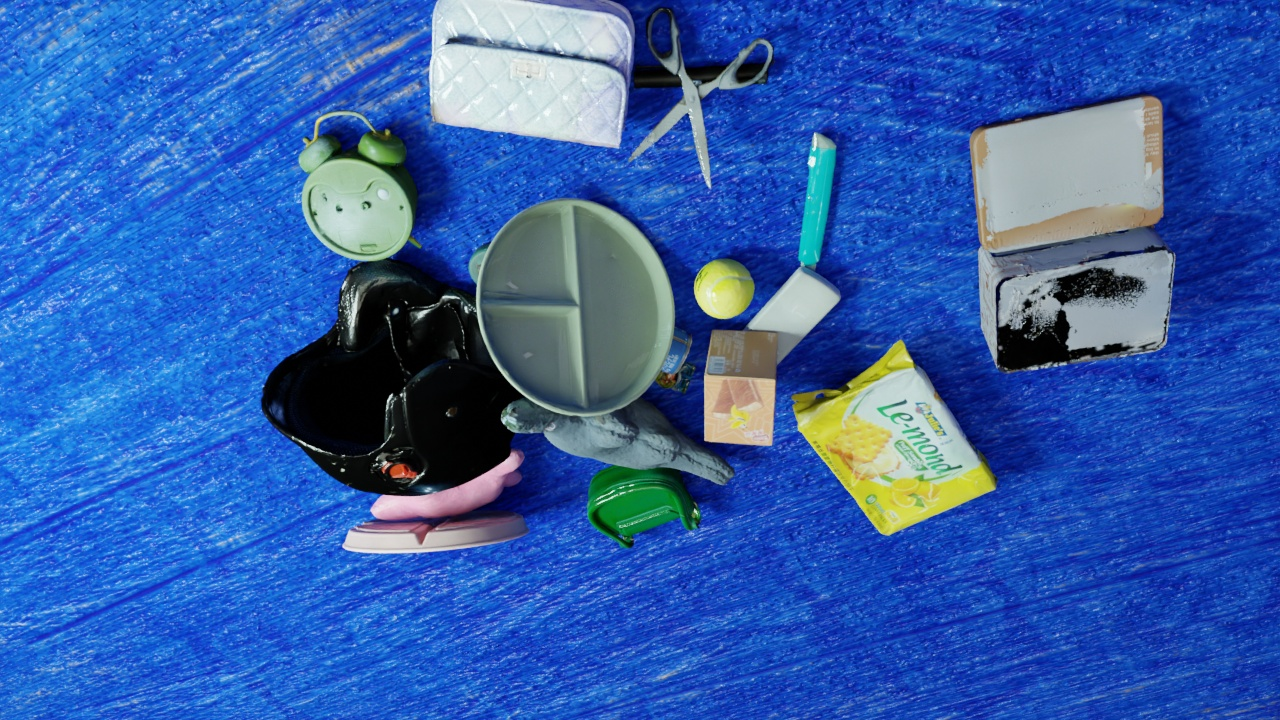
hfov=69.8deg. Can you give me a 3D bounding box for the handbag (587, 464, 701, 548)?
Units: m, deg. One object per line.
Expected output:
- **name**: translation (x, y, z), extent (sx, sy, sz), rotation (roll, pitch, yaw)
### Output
- **handbag**: translation (0.003, 0.188, 1.187), extent (0.131, 0.067, 0.120), rotation (-24, 120, 19)

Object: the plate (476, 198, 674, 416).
- **plate**: translation (-0.066, -0.055, 0.965), extent (0.230, 0.229, 0.028), rotation (40, 157, -21)

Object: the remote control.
- **remote control**: translation (0.160, -0.041, 1.047), extent (0.058, 0.021, 0.150), rotation (32, 125, -12)

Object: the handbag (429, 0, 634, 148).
- **handbag**: translation (-0.105, -0.281, 0.878), extent (0.194, 0.075, 0.134), rotation (8, 124, 0)

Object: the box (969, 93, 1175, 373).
- **box**: translation (0.441, -0.124, 0.941), extent (0.178, 0.088, 0.262), rotation (-9, 124, 10)

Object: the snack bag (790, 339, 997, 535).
- **snack bag**: translation (0.306, 0.098, 1.106), extent (0.158, 0.068, 0.246), rotation (-30, 117, 22)

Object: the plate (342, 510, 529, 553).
- **plate**: translation (-0.255, 0.212, 1.153), extent (0.229, 0.229, 0.028), rotation (-3, 86, 6)

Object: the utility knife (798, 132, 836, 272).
- **utility knife**: translation (0.185, -0.151, 0.982), extent (0.029, 0.013, 0.193), rotation (5, 125, 4)

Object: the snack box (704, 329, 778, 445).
- **snack box**: translation (0.115, 0.030, 1.034), extent (0.077, 0.092, 0.094), rotation (3, 126, 9)

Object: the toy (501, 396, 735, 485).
- **toy**: translation (-0.036, 0.080, 1.067), extent (0.355, 0.138, 0.091), rotation (20, 100, -44)

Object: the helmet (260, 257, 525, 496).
- **helmet**: translation (-0.255, 0.039, 1.001), extent (0.274, 0.233, 0.230), rotation (-23, 134, -16)

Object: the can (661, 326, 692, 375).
- **can**: translation (-0.012, -0.033, 1.050), extent (0.134, 0.053, 0.053), rotation (23, 122, -11)

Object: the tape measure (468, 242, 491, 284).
- **tape measure**: translation (-0.165, -0.104, 1.030), extent (0.054, 0.025, 0.058), rotation (-14, 121, 12)

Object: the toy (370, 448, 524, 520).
- **toy**: translation (-0.242, 0.160, 1.155), extent (0.194, 0.074, 0.179), rotation (-14, 163, -17)

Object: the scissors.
- **scissors**: translation (0.056, -0.256, 0.892), extent (0.159, 0.014, 0.177), rotation (-10, 106, 10)

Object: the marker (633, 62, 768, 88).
- **marker**: translation (0.059, -0.280, 0.901), extent (0.132, 0.020, 0.022), rotation (-1, 94, 6)

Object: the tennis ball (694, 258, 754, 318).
- **tennis ball**: translation (0.092, -0.079, 1.005), extent (0.065, 0.065, 0.066), rotation (2, 124, 3)

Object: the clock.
- **clock**: translation (-0.295, -0.183, 0.967), extent (0.116, 0.056, 0.161), rotation (-3, 123, 5)

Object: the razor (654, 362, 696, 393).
- **razor**: translation (-0.007, 0.006, 1.095), extent (0.142, 0.022, 0.043), rotation (17, 121, -7)
